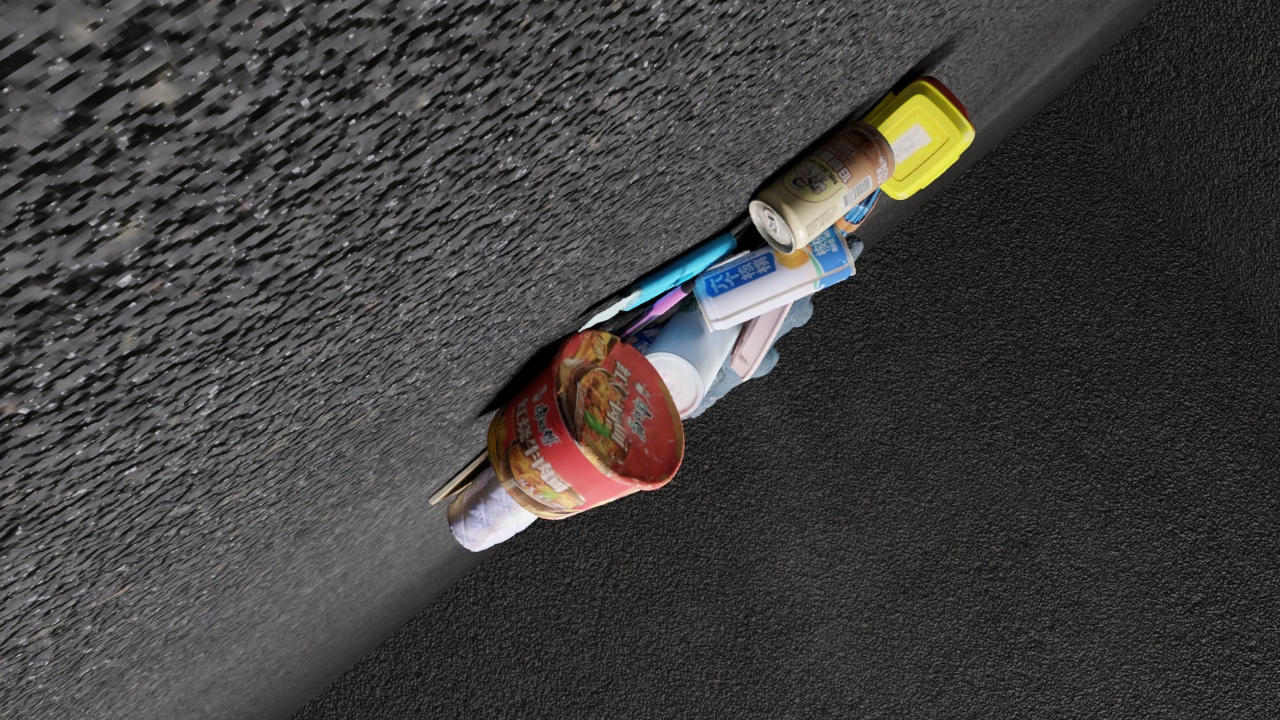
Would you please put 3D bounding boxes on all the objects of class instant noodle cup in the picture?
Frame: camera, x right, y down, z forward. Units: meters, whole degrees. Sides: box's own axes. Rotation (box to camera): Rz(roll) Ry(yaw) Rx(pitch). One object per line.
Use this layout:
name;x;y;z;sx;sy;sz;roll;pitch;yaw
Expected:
instant noodle cup;-0.048;0.059;0.744;0.109;0.138;0.137;-34;178;34

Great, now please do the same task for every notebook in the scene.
notebook;-0.120;0.074;0.970;0.208;0.008;0.147;-41;174;12

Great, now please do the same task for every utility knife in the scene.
utility knife;0.018;-0.064;0.741;0.198;0.018;0.034;-32;171;-43

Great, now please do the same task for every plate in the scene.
plate;0.146;-0.087;0.935;0.229;0.028;0.229;-63;178;-5

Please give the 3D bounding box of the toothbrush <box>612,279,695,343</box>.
toothbrush;-0.026;-0.014;0.779;0.190;0.014;0.017;-35;-174;24

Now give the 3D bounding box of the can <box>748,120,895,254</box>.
can;0.151;-0.144;0.760;0.116;0.058;0.058;-38;174;-10

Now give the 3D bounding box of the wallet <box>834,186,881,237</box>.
wallet;0.238;-0.188;0.970;0.106;0.040;0.133;-60;176;-6

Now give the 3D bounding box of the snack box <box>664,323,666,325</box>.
snack box;0.037;-0.024;1.107;0.085;0.026;0.157;-41;174;16

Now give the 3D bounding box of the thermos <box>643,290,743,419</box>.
thermos;0.056;-0.026;0.874;0.073;0.073;0.223;-43;-174;31

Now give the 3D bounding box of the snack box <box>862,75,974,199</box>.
snack box;0.240;-0.203;0.810;0.091;0.082;0.079;-43;-173;36

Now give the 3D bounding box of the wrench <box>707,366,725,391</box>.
wrench;0.077;-0.025;0.995;0.056;0.016;0.272;-19;-162;19

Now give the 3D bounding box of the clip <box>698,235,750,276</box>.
clip;0.074;-0.095;0.861;0.057;0.031;0.025;-31;172;-1

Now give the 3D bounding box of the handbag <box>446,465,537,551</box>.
handbag;-0.099;0.108;0.941;0.194;0.075;0.134;-43;172;27

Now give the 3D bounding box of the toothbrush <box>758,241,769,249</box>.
toothbrush;0.146;-0.131;1.048;0.189;0.014;0.016;-42;161;25

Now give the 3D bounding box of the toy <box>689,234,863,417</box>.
toy;0.158;-0.045;1.270;0.137;0.091;0.357;12;126;-49

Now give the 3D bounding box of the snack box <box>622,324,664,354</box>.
snack box;-0.005;0.005;0.928;0.058;0.057;0.207;-38;175;16

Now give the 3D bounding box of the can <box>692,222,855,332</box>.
can;0.113;-0.072;0.796;0.135;0.053;0.053;-23;176;6
